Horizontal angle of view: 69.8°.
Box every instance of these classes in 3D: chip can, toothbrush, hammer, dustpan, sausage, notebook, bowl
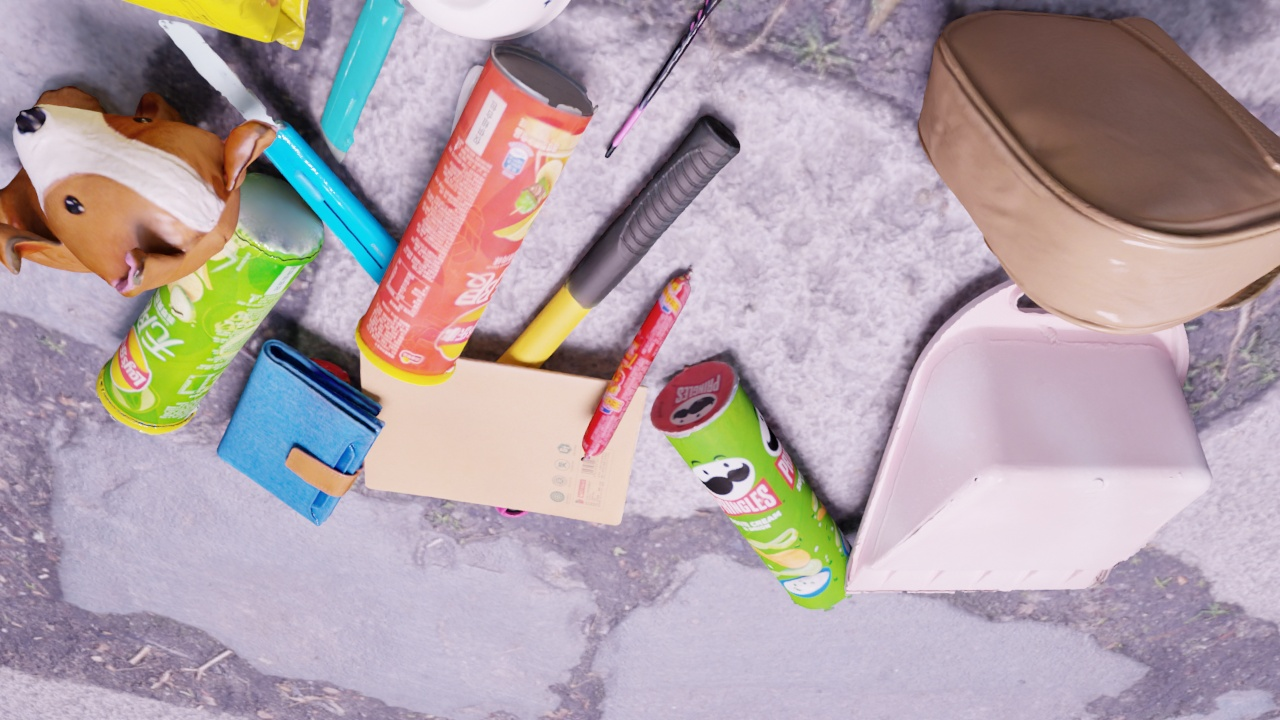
[{"bbox_3d":[-0.300,-0.036,0.637,0.072,0.072,0.222,36,122,-22],"label":"chip can"},{"bbox_3d":[0.028,-0.191,0.531,0.018,0.014,0.190,35,123,-10],"label":"toothbrush"},{"bbox_3d":[-0.128,-0.111,0.604,0.016,0.016,0.181,8,128,-23],"label":"toothbrush"},{"bbox_3d":[-0.040,-0.047,0.635,0.128,0.032,0.302,32,124,-20],"label":"hammer"},{"bbox_3d":[0.286,0.065,0.683,0.222,0.138,0.274,3,147,-10],"label":"dustpan"},{"bbox_3d":[-0.004,0.004,0.642,0.020,0.020,0.156,27,96,-16],"label":"sausage"},{"bbox_3d":[-0.107,0.060,0.697,0.207,0.008,0.148,9,127,-2],"label":"notebook"},{"bbox_3d":[-0.108,-0.084,0.573,0.073,0.073,0.217,25,120,-15],"label":"chip can"},{"bbox_3d":[-0.089,-0.219,0.485,0.118,0.064,0.118,2,127,2],"label":"bowl"},{"bbox_3d":[0.097,0.105,0.720,0.072,0.072,0.236,-24,123,21],"label":"chip can"}]

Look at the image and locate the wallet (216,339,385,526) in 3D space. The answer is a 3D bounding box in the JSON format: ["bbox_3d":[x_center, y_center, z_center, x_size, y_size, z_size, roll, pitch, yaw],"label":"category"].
[{"bbox_3d":[-0.257,0.058,0.690,0.106,0.040,0.133,37,127,-5],"label":"wallet"}]

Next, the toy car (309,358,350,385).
[{"bbox_3d":[-0.249,0.045,0.720,0.049,0.031,0.106,13,125,8],"label":"toy car"}]

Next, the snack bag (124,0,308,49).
[{"bbox_3d":[-0.255,-0.226,0.406,0.158,0.068,0.247,20,170,-1],"label":"snack bag"}]

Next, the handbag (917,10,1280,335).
[{"bbox_3d":[0.234,-0.101,0.472,0.147,0.204,0.100,-8,139,-6],"label":"handbag"}]

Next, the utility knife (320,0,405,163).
[{"bbox_3d":[-0.158,-0.169,0.525,0.029,0.013,0.176,52,143,-1],"label":"utility knife"}]

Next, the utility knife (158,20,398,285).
[{"bbox_3d":[-0.212,-0.120,0.570,0.034,0.018,0.218,-9,139,24],"label":"utility knife"}]

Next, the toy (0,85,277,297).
[{"bbox_3d":[-0.307,-0.101,0.531,0.200,0.140,0.130,17,162,32],"label":"toy"}]

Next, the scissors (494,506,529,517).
[{"bbox_3d":[-0.098,0.092,0.749,0.134,0.017,0.134,20,136,-23],"label":"scissors"}]
